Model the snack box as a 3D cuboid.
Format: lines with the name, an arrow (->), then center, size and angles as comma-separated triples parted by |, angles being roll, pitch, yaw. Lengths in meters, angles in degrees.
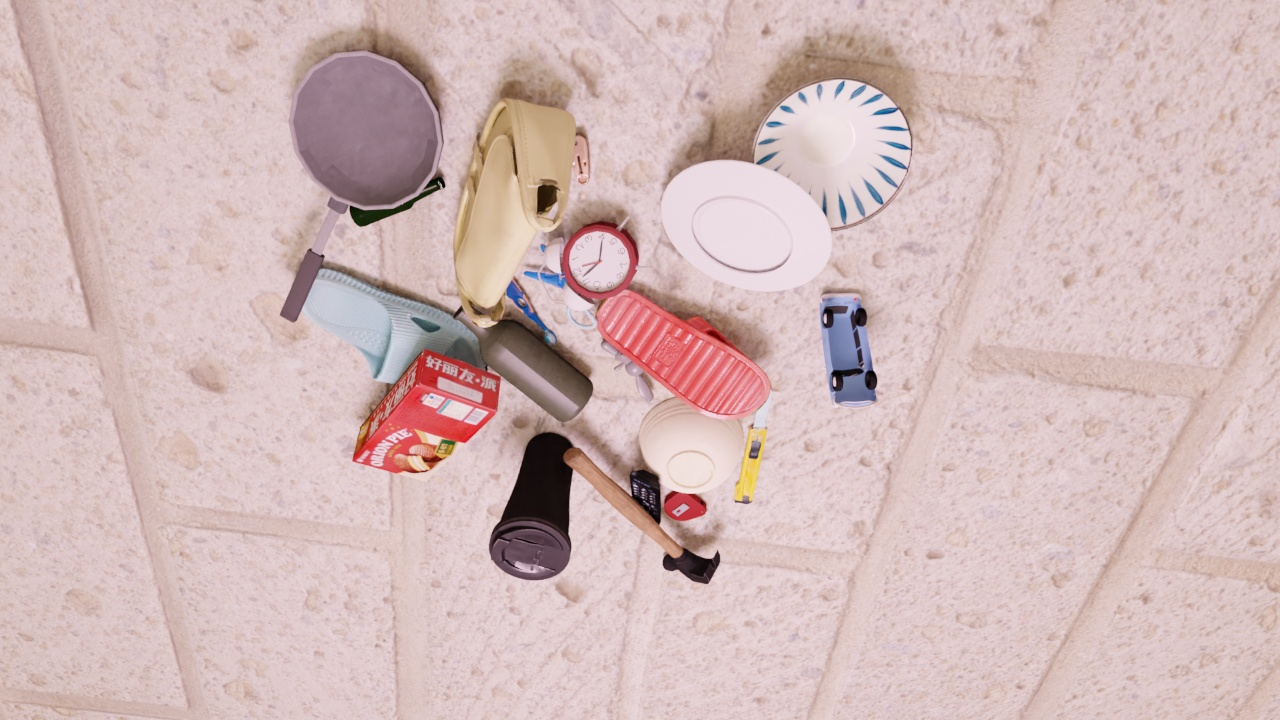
snack box -> -0.292, 0.081, 1.239 | 0.113, 0.060, 0.237 | 21, 140, -27

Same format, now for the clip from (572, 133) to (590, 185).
clip -> -0.072, -0.236, 1.083 | 0.026, 0.049, 0.061 | -2, 150, 6

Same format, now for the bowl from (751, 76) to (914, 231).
bowl -> 0.212, -0.241, 1.036 | 0.177, 0.070, 0.178 | 2, 124, 2

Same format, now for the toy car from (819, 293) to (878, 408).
toy car -> 0.258, -0.010, 1.153 | 0.056, 0.153, 0.055 | -2, 160, -5

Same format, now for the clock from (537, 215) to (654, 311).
clock -> -0.059, -0.118, 1.131 | 0.138, 0.048, 0.096 | -24, 101, 9

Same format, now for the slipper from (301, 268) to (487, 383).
slipper -> -0.331, -0.033, 1.214 | 0.276, 0.069, 0.116 | 26, 118, -12

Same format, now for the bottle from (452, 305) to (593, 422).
bottle -> -0.158, -0.003, 1.217 | 0.207, 0.071, 0.072 | 40, 117, -20

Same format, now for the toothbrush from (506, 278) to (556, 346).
toothbrush -> -0.151, -0.070, 1.206 | 0.022, 0.017, 0.135 | -28, 117, 15

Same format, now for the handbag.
handbag -> -0.155, -0.172, 1.052 | 0.088, 0.190, 0.234 | 13, 138, -25

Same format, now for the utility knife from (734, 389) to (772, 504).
utility knife -> 0.162, 0.125, 1.315 | 0.030, 0.019, 0.218 | 1, 121, -8

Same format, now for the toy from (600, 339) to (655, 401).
toy -> -0.007, 0.007, 1.239 | 0.049, 0.030, 0.111 | -41, 108, 10

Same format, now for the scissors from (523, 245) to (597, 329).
scissors -> -0.093, -0.090, 1.176 | 0.131, 0.018, 0.110 | 14, 104, 2

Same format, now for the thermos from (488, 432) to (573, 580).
thermos -> -0.137, 0.192, 1.256 | 0.106, 0.218, 0.106 | 2, 123, 3

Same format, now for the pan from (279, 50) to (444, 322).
pan -> -0.355, -0.195, 1.093 | 0.178, 0.041, 0.358 | 29, 112, -7

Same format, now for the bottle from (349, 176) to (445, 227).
bottle -> -0.296, -0.198, 1.122 | 0.123, 0.033, 0.033 | -17, 120, 14

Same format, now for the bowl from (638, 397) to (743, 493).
bowl -> 0.071, 0.131, 1.288 | 0.151, 0.075, 0.151 | 2, 123, 3

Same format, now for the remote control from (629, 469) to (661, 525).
remote control -> 0.010, 0.197, 1.330 | 0.047, 0.022, 0.150 | 24, 153, 14

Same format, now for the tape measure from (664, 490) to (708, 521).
tape measure -> 0.065, 0.221, 1.380 | 0.059, 0.019, 0.051 | 40, 117, -20

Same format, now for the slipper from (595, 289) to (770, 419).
slipper -> 0.055, -0.010, 1.202 | 0.249, 0.059, 0.104 | 32, 106, 2

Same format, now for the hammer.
hammer -> 0.001, 0.227, 1.327 | 0.132, 0.040, 0.305 | -1, 139, 52

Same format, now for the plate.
plate -> 0.120, -0.149, 1.080 | 0.209, 0.015, 0.209 | 17, 147, 11
